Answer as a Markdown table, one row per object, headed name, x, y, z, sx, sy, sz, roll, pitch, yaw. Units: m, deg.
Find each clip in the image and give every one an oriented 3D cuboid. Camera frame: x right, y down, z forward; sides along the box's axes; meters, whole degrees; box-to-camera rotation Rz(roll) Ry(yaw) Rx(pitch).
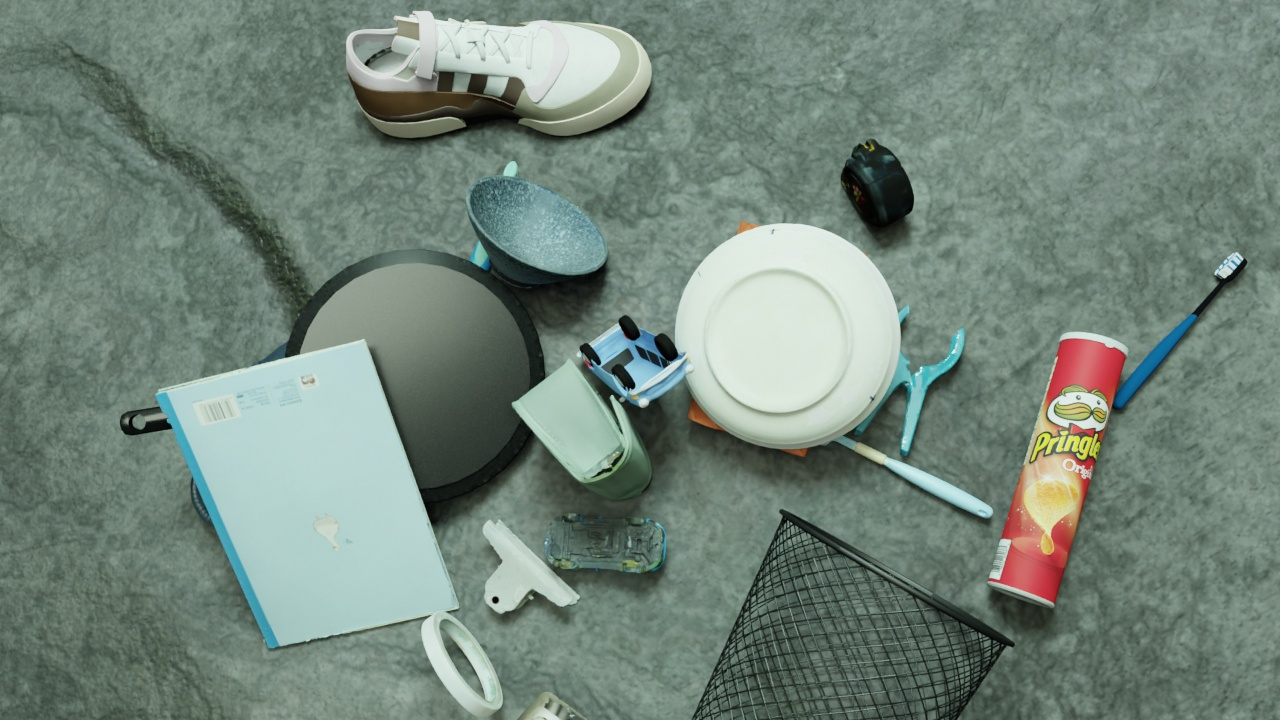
| name | x | y | z | sx | sy | sz | roll | pitch | yaw |
| --- | --- | --- | --- | --- | --- | --- | --- | --- | --- |
| clip | -0.108 | 0.187 | 0.782 | 0.102 | 0.052 | 0.059 | 39 | 72 | 16 |
| clip | 0.212 | 0.006 | 0.785 | 0.120 | 0.030 | 0.130 | 41 | 85 | 11 |

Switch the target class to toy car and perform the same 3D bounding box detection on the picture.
| name | x | y | z | sx | sy | sz | roll | pitch | yaw |
| --- | --- | --- | --- | --- | --- | --- | --- | --- | --- |
| toy car | -0.029 | 0.156 | 0.782 | 0.105 | 0.032 | 0.048 | -1 | 77 | 14 |
| toy car | -0.005 | 0.004 | 0.768 | 0.056 | 0.153 | 0.055 | -36 | 113 | -10 |

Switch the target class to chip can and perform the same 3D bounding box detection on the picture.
| name | x | y | z | sx | sy | sz | roll | pitch | yaw |
| --- | --- | --- | --- | --- | --- | --- | --- | --- | --- |
| chip can | 0.333 | 0.086 | 0.733 | 0.052 | 0.052 | 0.214 | 19 | 80 | 13 |

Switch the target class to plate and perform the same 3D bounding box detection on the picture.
| name | x | y | z | sx | sy | sz | roll | pitch | yaw |
| --- | --- | --- | --- | --- | --- | --- | --- | --- | --- |
| plate | 0.110 | -0.017 | 0.727 | 0.182 | 0.034 | 0.182 | 2 | 95 | 19 |

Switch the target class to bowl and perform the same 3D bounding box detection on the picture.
| name | x | y | z | sx | sy | sz | roll | pitch | yaw |
| --- | --- | --- | --- | --- | --- | --- | --- | --- | --- |
| bowl | -0.103 | -0.104 | 0.834 | 0.137 | 0.136 | 0.057 | 44 | 126 | 16 |

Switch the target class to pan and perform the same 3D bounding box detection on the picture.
| name | x | y | z | sx | sy | sz | roll | pitch | yaw |
| --- | --- | --- | --- | --- | --- | --- | --- | --- | --- |
| pan | -0.258 | 0.025 | 0.787 | 0.356 | 0.034 | 0.225 | -10 | 91 | -12 |

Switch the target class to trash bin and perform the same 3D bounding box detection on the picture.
| name | x | y | z | sx | sy | sz | roll | pitch | yaw |
| --- | --- | --- | --- | --- | --- | --- | --- | --- | --- |
| trash bin | 0.133 | 0.246 | 0.667 | 0.184 | 0.184 | 0.210 | 29 | 88 | 14 |

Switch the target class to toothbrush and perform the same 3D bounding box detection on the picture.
| name | x | y | z | sx | sy | sz | roll | pitch | yaw |
| --- | --- | --- | --- | --- | --- | --- | --- | --- | --- |
| toothbrush | 0.220 | 0.092 | 0.767 | 0.155 | 0.016 | 0.022 | 26 | 114 | 14 |
| toothbrush | -0.142 | -0.127 | 0.879 | 0.022 | 0.017 | 0.135 | 16 | 82 | 12 |
| toothbrush | 0.446 | -0.024 | 0.761 | 0.014 | 0.014 | 0.167 | 42 | 87 | 4 |

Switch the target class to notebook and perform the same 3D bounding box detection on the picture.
| name | x | y | z | sx | sy | sz | roll | pitch | yaw |
| --- | --- | --- | --- | --- | --- | --- | --- | --- | --- |
| notebook | -0.276 | 0.120 | 0.773 | 0.181 | 0.009 | 0.253 | -13 | 108 | 5 |

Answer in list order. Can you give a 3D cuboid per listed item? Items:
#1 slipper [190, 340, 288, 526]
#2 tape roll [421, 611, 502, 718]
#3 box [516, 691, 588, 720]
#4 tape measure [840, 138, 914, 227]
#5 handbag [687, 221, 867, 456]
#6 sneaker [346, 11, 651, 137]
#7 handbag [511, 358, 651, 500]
| name | x | y | z | sx | sy | sz | roll | pitch | yaw |
| --- | --- | --- | --- | --- | --- | --- | --- | --- | --- |
| slipper | -0.315 | 0.040 | 0.830 | 0.109 | 0.083 | 0.265 | 40 | 84 | 18 |
| tape roll | -0.145 | 0.247 | 0.747 | 0.013 | 0.093 | 0.093 | -36 | 74 | -1 |
| box | -0.074 | 0.365 | 0.694 | 0.143 | 0.044 | 0.183 | 33 | 47 | 16 |
| tape measure | 0.207 | -0.154 | 0.802 | 0.042 | 0.071 | 0.072 | -25 | 80 | -2 |
| handbag | 0.113 | -0.020 | 0.774 | 0.109 | 0.060 | 0.172 | 17 | 100 | 13 |
| sneaker | -0.140 | -0.287 | 0.863 | 0.294 | 0.116 | 0.111 | 1 | 76 | 9 |
| handbag | -0.040 | 0.062 | 0.762 | 0.067 | 0.122 | 0.106 | -39 | 72 | -4 |
